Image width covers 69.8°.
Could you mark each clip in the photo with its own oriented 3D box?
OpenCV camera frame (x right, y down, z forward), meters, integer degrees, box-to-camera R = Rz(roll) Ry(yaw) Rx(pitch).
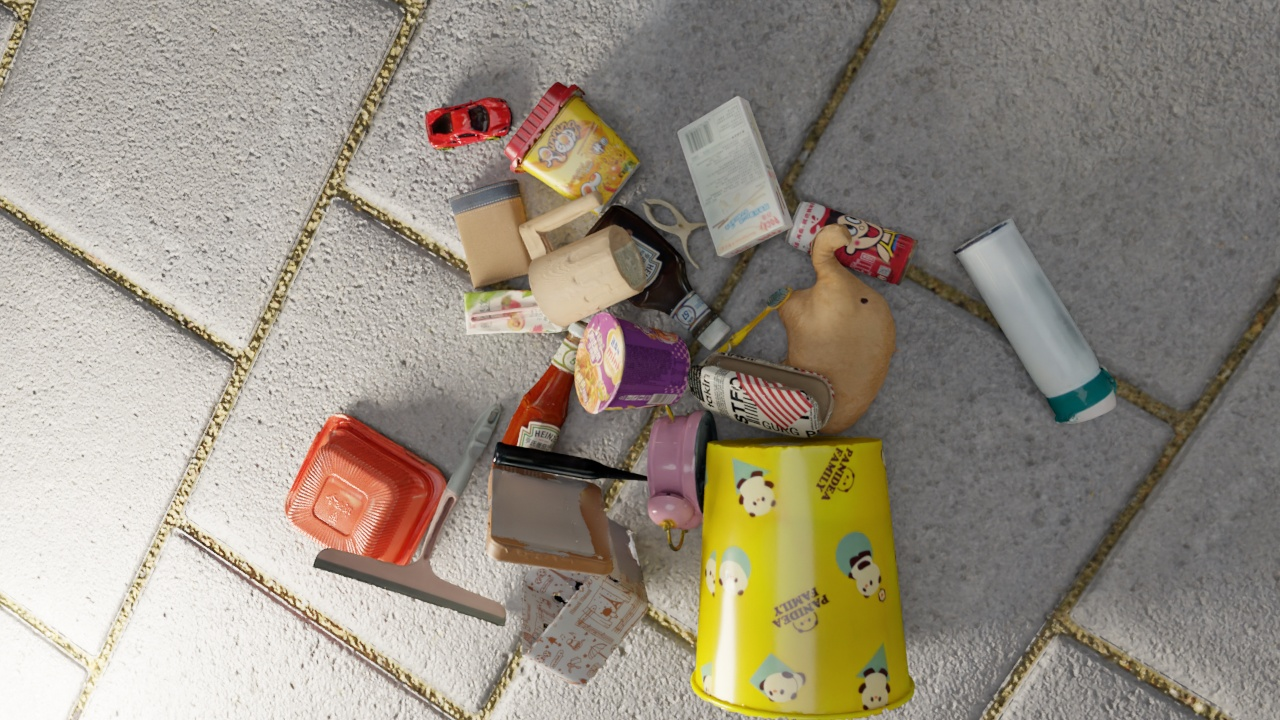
[{"bbox_3d":[0.042,-0.152,1.049,0.097,0.034,0.061,35,100,-1],"label":"clip"}]

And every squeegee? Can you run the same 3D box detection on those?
[{"bbox_3d":[-0.227,0.167,1.109,0.247,0.040,0.249,27,82,-26],"label":"squeegee"}]

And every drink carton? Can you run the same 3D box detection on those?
[{"bbox_3d":[-0.146,-0.059,1.086,0.122,0.045,0.053,-2,95,12],"label":"drink carton"}]

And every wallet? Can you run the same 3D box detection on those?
[{"bbox_3d":[-0.173,-0.150,1.093,0.090,0.033,0.115,-14,92,15],"label":"wallet"}]

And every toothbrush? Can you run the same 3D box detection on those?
[{"bbox_3d":[0.099,-0.019,1.023,0.192,0.018,0.016,-44,59,31],"label":"toothbrush"},{"bbox_3d":[-0.064,0.126,1.061,0.212,0.026,0.027,12,106,-13],"label":"toothbrush"}]

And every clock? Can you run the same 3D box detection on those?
[{"bbox_3d":[0.047,0.132,1.021,0.060,0.117,0.158,-1,80,16],"label":"clock"}]

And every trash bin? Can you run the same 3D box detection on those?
[{"bbox_3d":[0.164,0.211,0.960,0.230,0.229,0.255,-2,89,12],"label":"trash bin"}]

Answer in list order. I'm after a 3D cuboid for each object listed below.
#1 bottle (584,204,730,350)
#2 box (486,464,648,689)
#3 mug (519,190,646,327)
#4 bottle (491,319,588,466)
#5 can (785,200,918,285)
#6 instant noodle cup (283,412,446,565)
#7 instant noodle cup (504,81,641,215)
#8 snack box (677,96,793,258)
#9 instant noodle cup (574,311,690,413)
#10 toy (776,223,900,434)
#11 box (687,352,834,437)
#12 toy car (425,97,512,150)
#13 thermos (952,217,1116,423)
[{"bbox_3d":[0.021,-0.090,1.050,0.195,0.044,0.080,44,106,5],"label":"bottle"},{"bbox_3d":[-0.104,0.216,1.001,0.192,0.183,0.156,33,100,-15],"label":"box"},{"bbox_3d":[-0.065,-0.112,1.007,0.104,0.084,0.124,-21,95,24],"label":"mug"},{"bbox_3d":[-0.108,0.049,1.079,0.060,0.059,0.206,29,100,8],"label":"bottle"},{"bbox_3d":[0.228,-0.129,0.998,0.133,0.053,0.053,22,98,9],"label":"can"},{"bbox_3d":[-0.353,0.171,1.131,0.189,0.079,0.164,28,98,11],"label":"instant noodle cup"},{"bbox_3d":[-0.070,-0.232,1.030,0.123,0.116,0.116,38,100,-5],"label":"instant noodle cup"},{"bbox_3d":[0.102,-0.200,1.007,0.085,0.026,0.156,-24,78,30],"label":"snack box"},{"bbox_3d":[-0.006,0.006,1.023,0.099,0.112,0.111,5,97,-31],"label":"instant noodle cup"},{"bbox_3d":[0.208,-0.030,0.987,0.143,0.082,0.226,20,105,13],"label":"toy"},{"bbox_3d":[0.132,0.033,0.978,0.164,0.080,0.075,11,128,37],"label":"box"},{"bbox_3d":[-0.205,-0.283,1.090,0.106,0.031,0.049,-8,94,10],"label":"toy car"},{"bbox_3d":[0.418,-0.038,0.960,0.073,0.073,0.224,-31,88,12],"label":"thermos"}]
